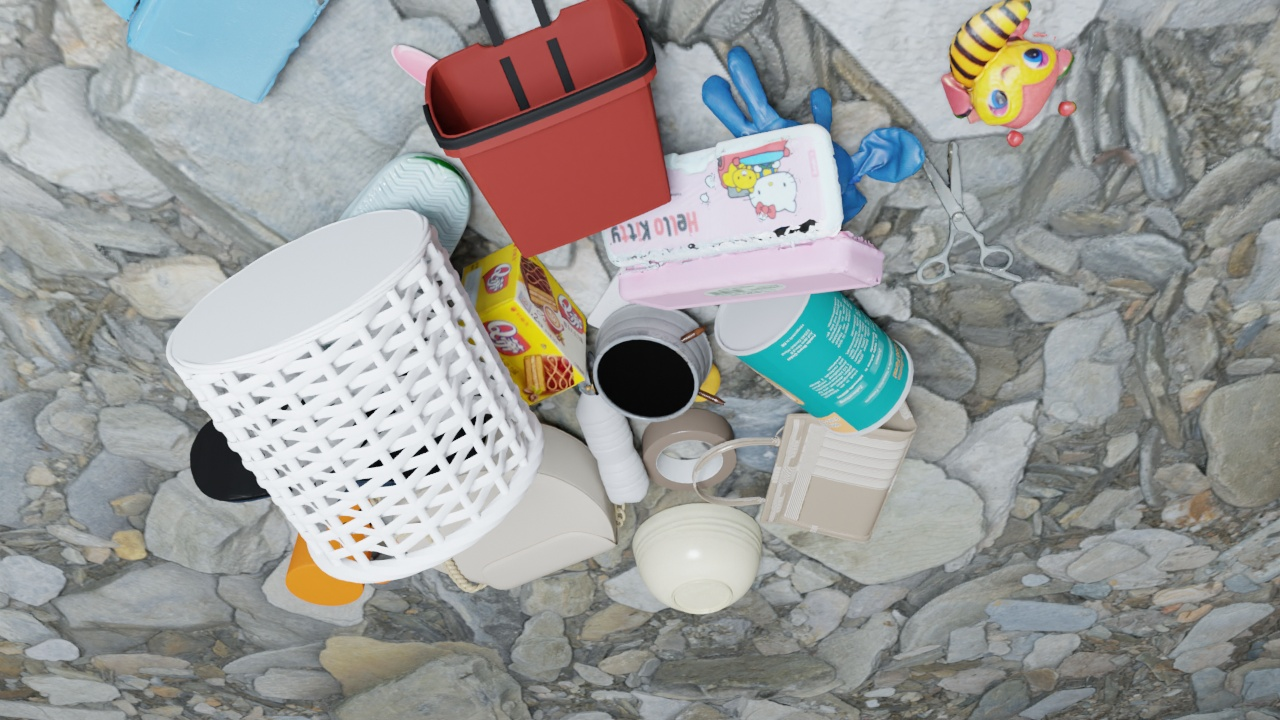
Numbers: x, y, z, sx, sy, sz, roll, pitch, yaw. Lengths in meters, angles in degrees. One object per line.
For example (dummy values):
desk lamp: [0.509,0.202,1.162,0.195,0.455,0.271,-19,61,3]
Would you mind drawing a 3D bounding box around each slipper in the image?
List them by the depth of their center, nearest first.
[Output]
slipper: [-0.222,-0.065,0.735,0.104,0.074,0.246,33,109,-27]
slipper: [-0.273,0.076,0.861,0.265,0.108,0.083,-11,165,-1]

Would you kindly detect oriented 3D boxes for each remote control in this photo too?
remote control: [-0.003,-0.072,0.772,0.033,0.012,0.131,21,130,-18]

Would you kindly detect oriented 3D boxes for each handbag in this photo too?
handbag: [0.149,0.111,0.909,0.198,0.062,0.176,-2,135,-8]
handbag: [-0.137,0.154,0.928,0.211,0.103,0.208,-26,134,24]

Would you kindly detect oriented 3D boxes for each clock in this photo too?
clock: [-0.005,0.005,0.797,0.148,0.056,0.104,-7,124,17]

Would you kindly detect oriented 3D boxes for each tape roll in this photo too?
tape roll: [0.048,0.090,0.920,0.093,0.030,0.094,-1,134,-1]

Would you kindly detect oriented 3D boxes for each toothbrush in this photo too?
toothbrush: [-0.114,-0.186,0.655,0.135,0.016,0.022,25,125,-24]

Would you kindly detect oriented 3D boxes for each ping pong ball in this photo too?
ping pong ball: [0.053,0.018,0.843,0.040,0.040,0.040,-1,134,-1]

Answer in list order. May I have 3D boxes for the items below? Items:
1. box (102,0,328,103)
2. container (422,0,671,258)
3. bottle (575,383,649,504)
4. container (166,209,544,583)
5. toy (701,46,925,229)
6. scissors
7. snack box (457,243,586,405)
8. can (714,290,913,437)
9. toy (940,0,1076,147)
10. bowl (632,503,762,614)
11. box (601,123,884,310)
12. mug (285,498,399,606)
box: [-0.251,-0.276,0.537,0.175,0.060,0.232,32,126,-27]
container: [-0.066,-0.182,0.582,0.148,0.127,0.201,-21,134,1]
bottle: [-0.029,0.075,0.880,0.044,0.044,0.136,-14,116,11]
container: [-0.189,0.022,0.639,0.189,0.189,0.187,-15,122,13]
toy: [0.124,-0.155,0.661,0.176,0.070,0.113,29,138,-27]
scissors: [0.269,-0.113,0.741,0.131,0.014,0.153,2,137,-3]
snack box: [-0.096,-0.030,0.761,0.061,0.083,0.106,-24,130,18]
can: [0.147,-0.012,0.775,0.099,0.099,0.144,-36,126,28]
toy: [0.252,-0.200,0.635,0.084,0.046,0.103,-24,127,28]
bowl: [0.067,0.235,1.032,0.151,0.075,0.151,-1,135,-1]
box: [0.067,-0.100,0.673,0.202,0.101,0.111,-4,174,38]
mug: [-0.307,0.202,0.972,0.112,0.095,0.078,21,130,-21]
